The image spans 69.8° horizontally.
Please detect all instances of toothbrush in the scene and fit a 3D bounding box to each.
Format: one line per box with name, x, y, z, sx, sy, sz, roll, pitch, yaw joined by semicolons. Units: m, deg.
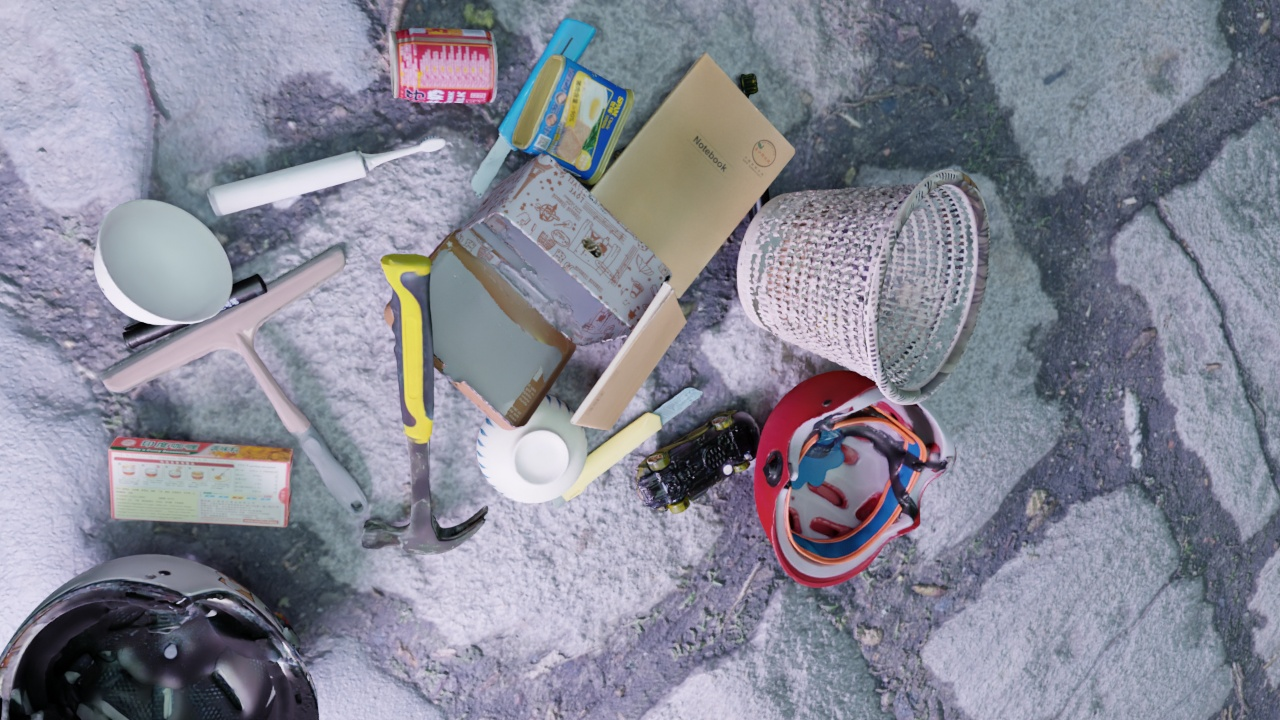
toothbrush;-0.291;-0.179;0.864;0.220;0.026;0.027;-19;132;-13
toothbrush;0.126;-0.201;0.993;0.026;0.027;0.213;-25;112;-52

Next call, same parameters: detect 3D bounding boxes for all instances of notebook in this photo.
notebook;-0.005;0.005;0.905;0.012;0.211;0.149;35;89;9
notebook;0.052;-0.189;0.948;0.148;0.008;0.207;41;84;-22

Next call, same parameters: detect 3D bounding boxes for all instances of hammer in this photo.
hammer;-0.208;0.053;0.869;0.126;0.031;0.324;4;118;-1

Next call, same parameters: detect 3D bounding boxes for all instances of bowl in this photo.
bowl;-0.433;-0.075;0.812;0.065;0.118;0.118;-26;113;30
bowl;-0.109;0.095;0.951;0.116;0.066;0.116;-2;98;-14

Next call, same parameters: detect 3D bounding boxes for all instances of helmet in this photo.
helmet;-0.435;0.286;0.843;0.230;0.157;0.274;-44;121;-7
helmet;0.214;0.117;1.025;0.206;0.144;0.240;21;105;-28

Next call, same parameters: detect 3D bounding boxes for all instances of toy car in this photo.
toy car;0.067;0.112;1.028;0.158;0.042;0.070;-28;108;-15

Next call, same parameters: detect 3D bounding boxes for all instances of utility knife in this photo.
utility knife;-0.016;0.092;1.010;0.206;0.021;0.031;-35;110;-1
utility knife;-0.111;-0.251;0.913;0.034;0.018;0.204;32;91;-21

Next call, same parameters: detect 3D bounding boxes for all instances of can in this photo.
can;-0.185;-0.275;0.857;0.093;0.066;0.066;-4;102;-17
can;-0.067;-0.236;0.898;0.083;0.057;0.102;21;98;-32

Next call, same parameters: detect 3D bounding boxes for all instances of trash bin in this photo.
trash bin;0.215;-0.087;0.935;0.226;0.192;0.228;-18;116;-42

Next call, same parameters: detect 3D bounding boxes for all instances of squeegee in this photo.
squeegee;-0.335;0.056;0.891;0.247;0.040;0.249;-32;109;-10

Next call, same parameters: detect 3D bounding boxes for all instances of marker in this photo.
marker;-0.413;-0.047;0.853;0.132;0.020;0.022;-25;77;-8

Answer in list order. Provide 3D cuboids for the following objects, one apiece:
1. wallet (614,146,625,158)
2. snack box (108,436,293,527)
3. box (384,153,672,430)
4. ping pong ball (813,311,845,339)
wallet;0.037;-0.202;0.963;0.115;0.033;0.090;-29;111;-11
snack box;-0.413;0.117;0.868;0.155;0.027;0.077;6;114;-14
box;-0.113;-0.056;0.872;0.183;0.157;0.193;42;65;-19
ping pong ball;0.213;-0.038;1.046;0.040;0.040;0.040;-3;102;-17
